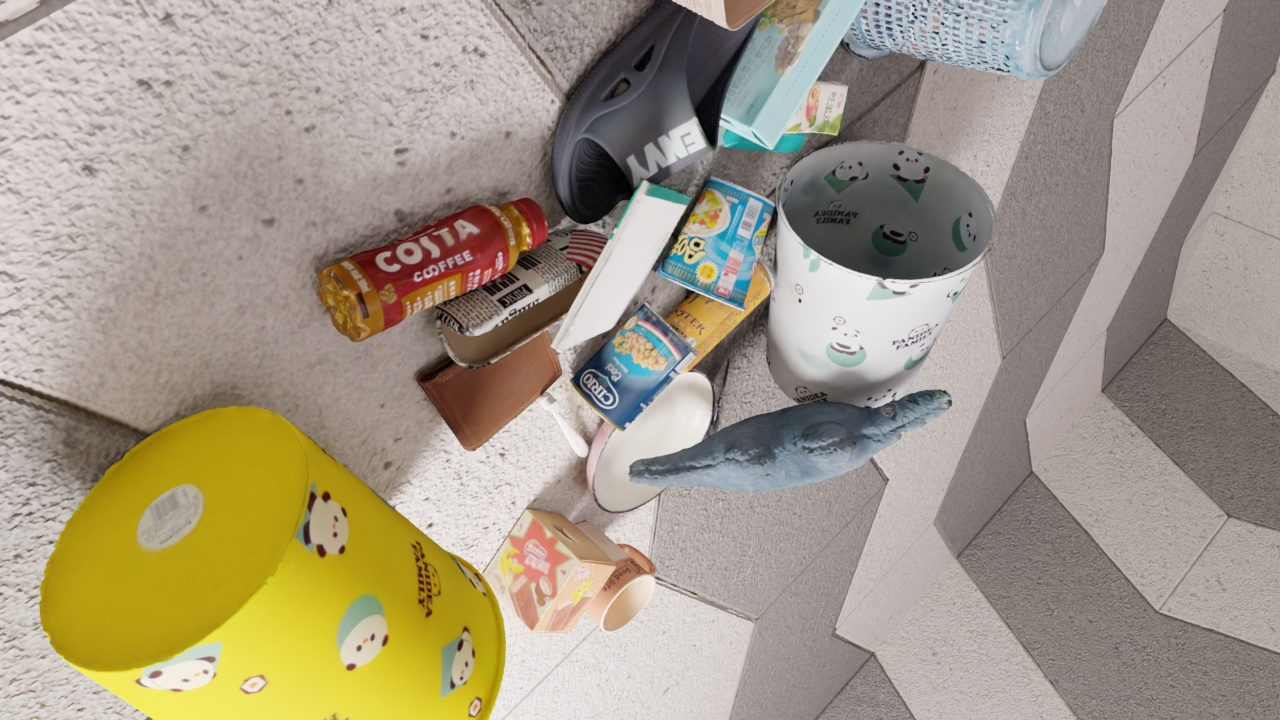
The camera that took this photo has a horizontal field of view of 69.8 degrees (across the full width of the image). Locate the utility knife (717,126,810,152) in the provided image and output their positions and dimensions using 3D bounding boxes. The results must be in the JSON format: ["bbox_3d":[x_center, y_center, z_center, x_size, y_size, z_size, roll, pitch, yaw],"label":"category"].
[{"bbox_3d":[0.121,-0.225,0.921,0.174,0.013,0.029,-11,126,-48],"label":"utility knife"}]

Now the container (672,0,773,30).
[{"bbox_3d":[0.047,-0.309,0.656,0.090,0.111,0.090,-42,146,-17],"label":"container"}]

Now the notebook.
[{"bbox_3d":[-0.009,-0.084,0.801,0.150,0.012,0.209,-60,173,12],"label":"notebook"}]

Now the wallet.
[{"bbox_3d":[-0.129,0.011,0.813,0.124,0.032,0.101,-41,143,-20],"label":"wallet"}]

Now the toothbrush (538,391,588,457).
[{"bbox_3d":[-0.072,0.070,0.925,0.016,0.016,0.180,-48,159,-11],"label":"toothbrush"}]

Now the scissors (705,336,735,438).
[{"bbox_3d":[0.095,0.057,1.136,0.163,0.014,0.164,85,18,-72],"label":"scissors"}]

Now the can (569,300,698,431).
[{"bbox_3d":[-0.005,0.005,0.907,0.111,0.075,0.075,-46,148,4],"label":"can"}]

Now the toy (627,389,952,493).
[{"bbox_3d":[0.167,0.095,1.031,0.356,0.091,0.138,-14,165,8],"label":"toy"}]

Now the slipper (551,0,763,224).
[{"bbox_3d":[0.030,-0.221,0.747,0.268,0.083,0.110,-53,146,-4],"label":"slipper"}]

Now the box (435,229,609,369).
[{"bbox_3d":[-0.090,-0.062,0.744,0.162,0.076,0.086,-32,178,-28],"label":"box"}]

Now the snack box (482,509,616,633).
[{"bbox_3d":[-0.100,0.229,0.996,0.094,0.093,0.077,-56,147,4],"label":"snack box"}]

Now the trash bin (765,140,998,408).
[{"bbox_3d":[0.251,-0.080,1.045,0.229,0.229,0.252,-34,148,-27],"label":"trash bin"}]

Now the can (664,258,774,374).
[{"bbox_3d":[0.076,-0.052,0.987,0.145,0.058,0.058,-43,146,-16],"label":"can"}]

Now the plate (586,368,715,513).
[{"bbox_3d":[0.007,0.085,1.046,0.192,0.039,0.193,-32,142,-30],"label":"plate"}]

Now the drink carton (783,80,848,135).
[{"bbox_3d":[0.152,-0.252,0.905,0.122,0.045,0.053,-14,119,-47],"label":"drink carton"}]

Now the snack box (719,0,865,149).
[{"bbox_3d":[0.125,-0.282,0.816,0.175,0.074,0.051,-58,148,7],"label":"snack box"}]

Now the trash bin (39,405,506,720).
[{"bbox_3d":[-0.250,0.179,0.652,0.229,0.230,0.255,-43,141,-16],"label":"trash bin"}]

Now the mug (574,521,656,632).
[{"bbox_3d":[-0.038,0.248,1.081,0.114,0.106,0.082,-14,131,-46],"label":"mug"}]

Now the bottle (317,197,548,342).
[{"bbox_3d":[-0.148,-0.074,0.681,0.174,0.057,0.058,-31,141,-32],"label":"bottle"}]

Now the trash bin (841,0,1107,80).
[{"bbox_3d":[0.333,-0.371,0.883,0.226,0.195,0.227,-33,143,-29],"label":"trash bin"}]

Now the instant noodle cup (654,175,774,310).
[{"bbox_3d":[0.079,-0.117,0.904,0.099,0.099,0.110,13,103,-55],"label":"instant noodle cup"}]
